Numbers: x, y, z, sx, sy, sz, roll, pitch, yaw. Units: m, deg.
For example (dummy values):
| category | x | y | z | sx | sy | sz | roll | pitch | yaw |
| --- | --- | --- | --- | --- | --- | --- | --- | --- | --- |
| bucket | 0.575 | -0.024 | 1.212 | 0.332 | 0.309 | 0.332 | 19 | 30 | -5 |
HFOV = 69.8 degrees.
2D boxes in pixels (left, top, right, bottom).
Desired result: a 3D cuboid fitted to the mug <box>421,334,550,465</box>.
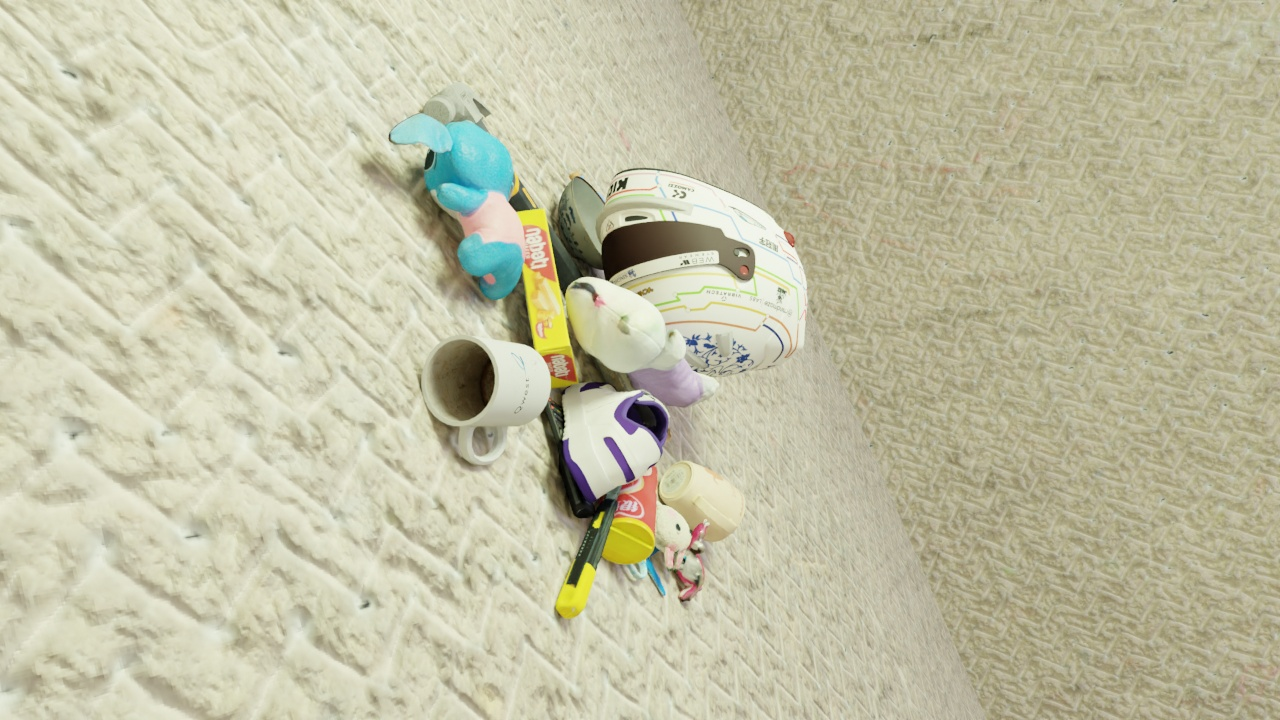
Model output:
| category | x | y | z | sx | sy | sz | roll | pitch | yaw |
| --- | --- | --- | --- | --- | --- | --- | --- | --- | --- |
| mug | -0.146 | 0.039 | 0.869 | 0.096 | 0.083 | 0.119 | 10 | 85 | -67 |

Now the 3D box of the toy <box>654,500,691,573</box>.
| category | x | y | z | sx | sy | sz | roll | pitch | yaw |
| --- | --- | --- | --- | --- | --- | --- | --- | --- | --- |
| toy | 0.032 | 0.209 | 1.137 | 0.087 | 0.050 | 0.112 | 43 | 30 | -58 |

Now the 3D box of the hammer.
| category | x | y | z | sx | sy | sz | roll | pitch | yaw |
| --- | --- | --- | --- | --- | --- | --- | --- | --- | --- |
| hammer | -0.163 | -0.213 | 1.187 | 0.312 | 0.035 | 0.139 | 57 | 19 | -22 |

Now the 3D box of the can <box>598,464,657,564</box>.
| category | x | y | z | sx | sy | sz | roll | pitch | yaw |
| --- | --- | --- | --- | --- | --- | --- | --- | --- | --- |
| can | -0.015 | 0.168 | 1.053 | 0.067 | 0.067 | 0.124 | 54 | 22 | -27 |

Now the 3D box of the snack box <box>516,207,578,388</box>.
| category | x | y | z | sx | sy | sz | roll | pitch | yaw |
| --- | --- | --- | --- | --- | --- | --- | --- | --- | --- |
| snack box | -0.113 | -0.074 | 1.080 | 0.092 | 0.042 | 0.200 | 85 | -8 | -60 |

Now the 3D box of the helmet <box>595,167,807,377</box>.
| category | x | y | z | sx | sy | sz | roll | pitch | yaw |
| --- | --- | --- | --- | --- | --- | --- | --- | --- | --- |
| helmet | 0.079 | -0.097 | 1.240 | 0.314 | 0.232 | 0.235 | 18 | 68 | -28 |

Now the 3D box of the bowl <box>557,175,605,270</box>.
| category | x | y | z | sx | sy | sz | roll | pitch | yaw |
| --- | --- | --- | --- | --- | --- | --- | --- | --- | --- |
| bowl | -0.081 | -0.189 | 1.333 | 0.151 | 0.057 | 0.150 | 51 | 24 | -34 |

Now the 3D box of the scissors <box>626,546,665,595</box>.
| category | x | y | z | sx | sy | sz | roll | pitch | yaw |
| --- | --- | --- | --- | --- | --- | --- | --- | --- | --- |
| scissors | 0.004 | 0.231 | 1.104 | 0.125 | 0.014 | 0.130 | 63 | 19 | -8 |

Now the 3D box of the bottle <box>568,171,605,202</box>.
| category | x | y | z | sx | sy | sz | roll | pitch | yaw |
| --- | --- | --- | --- | --- | --- | --- | --- | --- | --- |
| bottle | -0.073 | -0.230 | 1.418 | 0.131 | 0.048 | 0.048 | 62 | 19 | -8 |

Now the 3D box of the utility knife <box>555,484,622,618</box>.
| category | x | y | z | sx | sy | sz | roll | pitch | yaw |
| --- | --- | --- | --- | --- | --- | --- | --- | --- | --- |
| utility knife | -0.045 | 0.178 | 0.974 | 0.020 | 0.029 | 0.233 | 59 | 28 | -24 |

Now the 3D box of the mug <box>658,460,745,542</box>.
| category | x | y | z | sx | sy | sz | roll | pitch | yaw |
| --- | --- | --- | --- | --- | --- | --- | --- | --- | --- |
| mug | 0.086 | 0.193 | 1.243 | 0.104 | 0.085 | 0.111 | 40 | 0 | -31 |

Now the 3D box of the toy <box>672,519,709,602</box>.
| category | x | y | z | sx | sy | sz | roll | pitch | yaw |
| --- | --- | --- | --- | --- | --- | --- | --- | --- | --- |
| toy | 0.063 | 0.254 | 1.183 | 0.065 | 0.050 | 0.102 | -2 | 102 | -82 |

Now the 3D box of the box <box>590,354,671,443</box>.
| category | x | y | z | sx | sy | sz | roll | pitch | yaw |
| --- | --- | --- | --- | --- | --- | --- | --- | --- | --- |
| box | -0.026 | 0.019 | 1.217 | 0.157 | 0.071 | 0.216 | 96 | -29 | -85 |

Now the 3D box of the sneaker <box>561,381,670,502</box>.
| category | x | y | z | sx | sy | sz | roll | pitch | yaw |
| --- | --- | --- | --- | --- | --- | --- | --- | --- | --- |
| sneaker | -0.022 | 0.067 | 1.053 | 0.092 | 0.111 | 0.244 | 62 | 8 | -19 |

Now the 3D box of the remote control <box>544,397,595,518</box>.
| category | x | y | z | sx | sy | sz | roll | pitch | yaw |
| --- | --- | --- | --- | --- | --- | --- | --- | --- | --- |
| remote control | -0.083 | 0.107 | 1.021 | 0.045 | 0.021 | 0.140 | 51 | 17 | -62 |

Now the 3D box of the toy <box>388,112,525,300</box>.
| category | x | y | z | sx | sy | sz | roll | pitch | yaw |
| --- | --- | --- | --- | --- | --- | --- | --- | --- | --- |
| toy | -0.181 | -0.171 | 0.987 | 0.224 | 0.099 | 0.191 | 36 | 37 | -75 |

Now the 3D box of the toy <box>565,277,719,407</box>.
| category | x | y | z | sx | sy | sz | roll | pitch | yaw |
| --- | --- | --- | --- | --- | --- | --- | --- | --- | --- |
| toy | -0.005 | -0.015 | 1.080 | 0.138 | 0.085 | 0.209 | 31 | -9 | 43 |
